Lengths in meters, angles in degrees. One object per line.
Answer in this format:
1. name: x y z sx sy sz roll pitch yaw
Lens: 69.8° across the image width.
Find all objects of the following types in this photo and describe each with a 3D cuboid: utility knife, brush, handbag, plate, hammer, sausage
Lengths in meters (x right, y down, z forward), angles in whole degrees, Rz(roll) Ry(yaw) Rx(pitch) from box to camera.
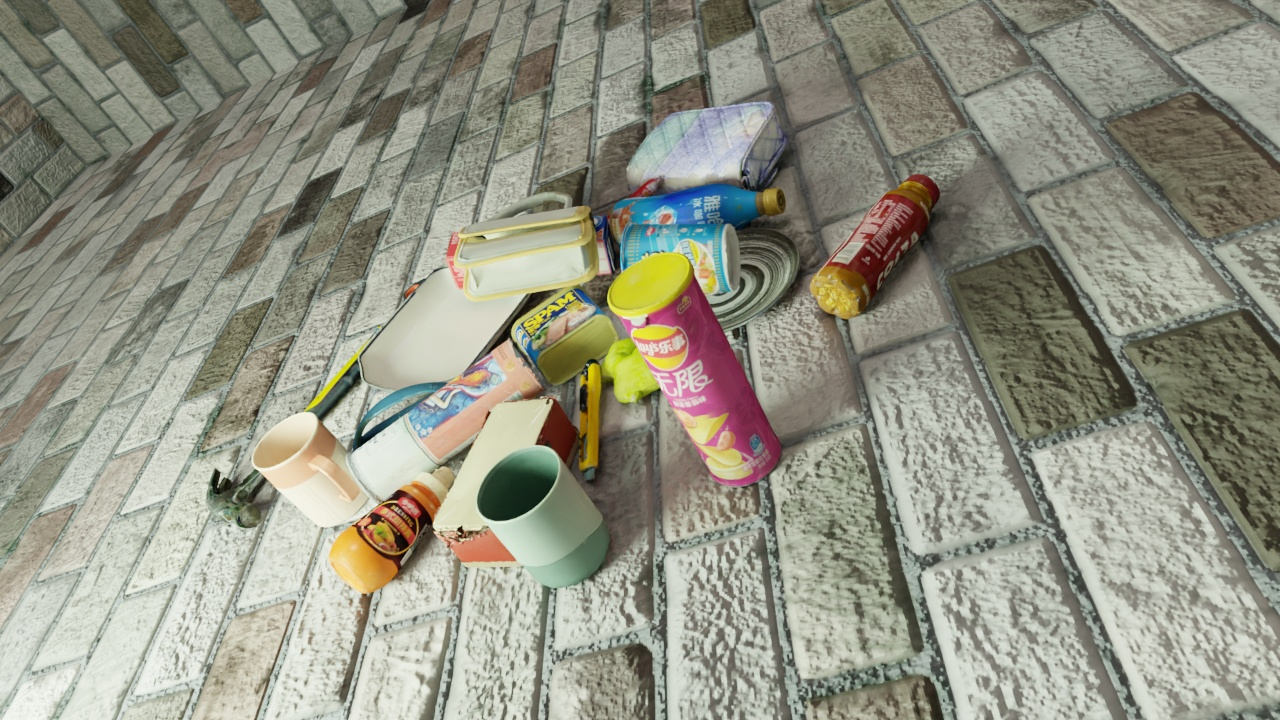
1. utility knife: -0.052 0.058 0.932 0.033 0.015 0.167 -52 27 35
2. brush: -0.263 0.068 1.036 0.144 0.073 0.055 -30 32 2
3. handbag: 0.088 -0.262 1.183 0.194 0.075 0.134 8 55 43
4. plate: 0.091 -0.081 1.006 0.180 0.024 0.179 -18 38 15
5. hammer: -0.430 0.074 1.184 0.126 0.032 0.322 8 50 40
6. sausage: -0.029 -0.187 1.190 0.156 0.020 0.020 -38 32 22
7. handbag: -0.137 -0.155 1.101 0.163 0.063 0.178 -9 41 2
8. plate: -0.236 -0.042 1.153 0.162 0.034 0.264 9 46 24

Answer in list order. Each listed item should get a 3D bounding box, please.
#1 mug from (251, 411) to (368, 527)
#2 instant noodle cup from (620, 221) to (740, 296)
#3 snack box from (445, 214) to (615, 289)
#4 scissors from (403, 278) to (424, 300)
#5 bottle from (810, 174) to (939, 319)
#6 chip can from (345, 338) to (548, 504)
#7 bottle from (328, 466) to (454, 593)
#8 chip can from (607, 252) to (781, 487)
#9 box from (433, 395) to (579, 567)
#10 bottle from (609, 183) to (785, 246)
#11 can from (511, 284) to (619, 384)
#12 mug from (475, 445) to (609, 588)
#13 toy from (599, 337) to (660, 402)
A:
1. mug: -0.348 0.123 1.001 0.115 0.106 0.081 9 51 42
2. instant noodle cup: 0.046 -0.103 0.972 0.110 0.099 0.099 -3 43 19
3. snack box: -0.137 -0.136 1.163 0.207 0.058 0.057 -5 44 8
4. scissors: -0.258 -0.062 1.230 0.198 0.022 0.226 -3 42 20
5. bottle: 0.239 -0.118 0.915 0.057 0.057 0.174 17 56 46
6. chip can: -0.205 0.066 0.980 0.214 0.071 0.071 -36 36 -1
7. bottle: -0.242 0.162 0.923 0.067 0.067 0.149 7 43 41
8. chip can: 0.050 0.013 0.760 0.071 0.210 0.071 -20 36 15
9. box: -0.132 0.110 0.889 0.091 0.077 0.167 -8 41 28
10. bottle: 0.068 -0.175 1.101 0.219 0.065 0.065 -3 44 32
11. can: -0.085 -0.029 1.040 0.102 0.057 0.083 -35 38 -7
12. mug: -0.082 0.130 0.803 0.082 0.106 0.111 -25 36 9
13. toy: -0.006 0.006 0.963 0.100 0.031 0.096 1 50 42
